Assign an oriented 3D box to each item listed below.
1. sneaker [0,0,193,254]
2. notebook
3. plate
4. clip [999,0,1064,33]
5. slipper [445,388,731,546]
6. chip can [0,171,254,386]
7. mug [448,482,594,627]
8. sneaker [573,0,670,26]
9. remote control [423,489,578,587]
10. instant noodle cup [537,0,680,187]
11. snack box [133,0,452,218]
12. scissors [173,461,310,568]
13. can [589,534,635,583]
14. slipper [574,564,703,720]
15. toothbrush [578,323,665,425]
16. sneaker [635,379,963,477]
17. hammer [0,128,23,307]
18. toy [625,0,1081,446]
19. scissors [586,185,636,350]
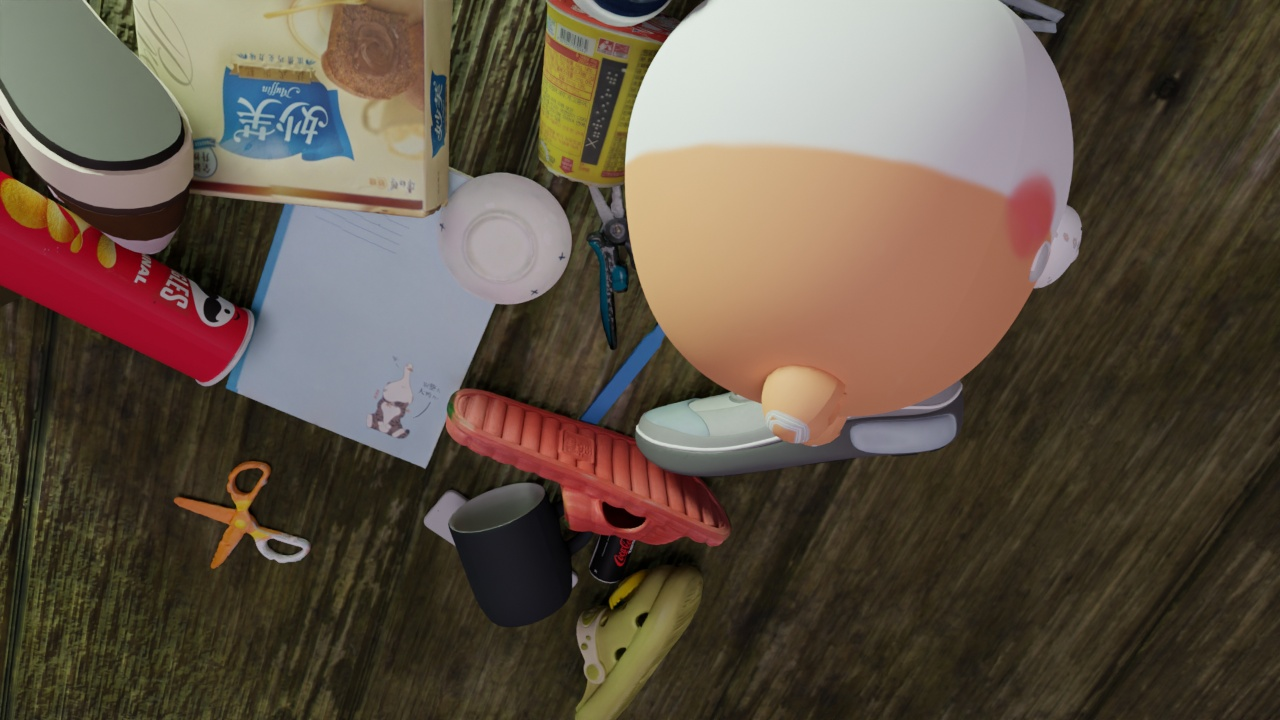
[{"bbox_3d":[-0.409,-0.179,0.624,0.294,0.111,0.117,38,139,11],"label":"sneaker"},{"bbox_3d":[-0.214,-0.048,0.738,0.181,0.009,0.254,23,111,-8],"label":"notebook"},{"bbox_3d":[-0.105,-0.089,0.700,0.104,0.026,0.104,0,113,0],"label":"plate"},{"bbox_3d":[0.196,-0.272,0.622,0.169,0.031,0.164,-14,113,7],"label":"clip"},{"bbox_3d":[-0.045,0.097,0.742,0.248,0.103,0.059,24,111,-9],"label":"slipper"},{"bbox_3d":[-0.393,-0.061,0.655,0.069,0.069,0.220,-37,135,15],"label":"chip can"},{"bbox_3d":[-0.092,0.158,0.782,0.121,0.085,0.094,-25,108,-28],"label":"mug"},{"bbox_3d":[0.061,-0.329,0.513,0.120,0.127,0.294,29,85,-23],"label":"sneaker"},{"bbox_3d":[-0.125,0.170,0.827,0.146,0.008,0.045,37,109,-13],"label":"remote control"},{"bbox_3d":[-0.029,-0.187,0.636,0.100,0.100,0.113,15,123,-4],"label":"instant noodle cup"},{"bbox_3d":[-0.240,-0.189,0.645,0.207,0.055,0.153,7,111,5],"label":"snack box"},{"bbox_3d":[-0.353,0.145,0.822,0.131,0.011,0.125,33,109,-11],"label":"scissors"},{"bbox_3d":[-0.019,0.154,0.804,0.031,0.031,0.081,17,112,-5],"label":"can"},{"bbox_3d":[-0.015,0.249,0.826,0.081,0.091,0.191,36,108,20],"label":"slipper"},{"bbox_3d":[-0.004,0.004,0.738,0.016,0.014,0.167,29,119,-19],"label":"toothbrush"},{"bbox_3d":[0.118,0.000,0.713,0.257,0.093,0.160,-5,104,5],"label":"sneaker"},{"bbox_3d":[-0.531,-0.085,0.562,0.101,0.324,0.190,-2,112,3],"label":"hammer"},{"bbox_3d":[0.120,-0.088,0.552,0.266,0.262,0.280,9,87,16],"label":"toy"},{"bbox_3d":[-0.008,-0.070,0.716,0.119,0.019,0.151,19,113,-7],"label":"scissors"}]
